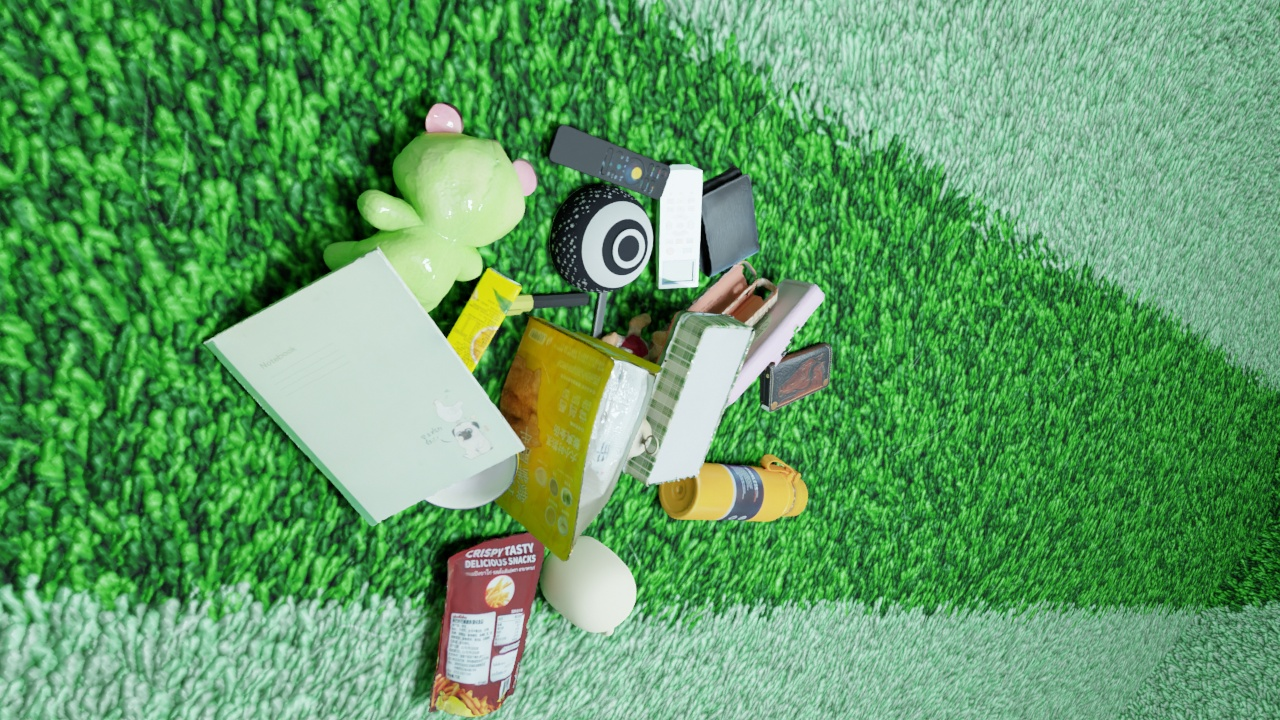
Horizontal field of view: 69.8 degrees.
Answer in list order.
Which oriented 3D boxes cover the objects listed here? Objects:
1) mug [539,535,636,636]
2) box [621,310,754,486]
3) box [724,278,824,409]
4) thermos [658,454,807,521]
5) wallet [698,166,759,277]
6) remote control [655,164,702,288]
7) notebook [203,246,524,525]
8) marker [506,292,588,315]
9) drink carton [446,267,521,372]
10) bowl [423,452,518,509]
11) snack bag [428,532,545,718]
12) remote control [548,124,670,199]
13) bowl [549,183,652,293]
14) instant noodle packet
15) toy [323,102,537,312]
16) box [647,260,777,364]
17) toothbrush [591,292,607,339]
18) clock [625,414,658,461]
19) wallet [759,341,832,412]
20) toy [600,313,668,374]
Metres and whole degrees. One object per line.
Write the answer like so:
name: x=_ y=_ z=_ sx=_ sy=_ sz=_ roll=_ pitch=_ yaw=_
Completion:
mug: x=-0.056 y=0.289 z=1.126 sx=0.096 sy=0.100 sz=0.120 roll=-25 pitch=121 yaw=-30
box: x=0.054 y=0.044 z=1.061 sx=0.117 sy=0.051 sz=0.206 roll=-3 pitch=118 yaw=-53
box: x=0.144 y=-0.018 z=1.184 sx=0.077 sy=0.146 sz=0.201 roll=43 pitch=76 yaw=0
thermos: x=0.138 y=0.176 z=1.248 sx=0.232 sy=0.076 sz=0.092 roll=10 pitch=136 yaw=-40
wallet: x=0.105 y=-0.169 z=1.126 sx=0.089 sy=0.026 sz=0.115 roll=-31 pitch=124 yaw=-28
remote control: x=0.043 y=-0.158 z=1.075 sx=0.049 sy=0.024 sz=0.143 roll=-4 pitch=111 yaw=-15
notebook: x=-0.250 y=0.035 z=0.863 sx=0.182 sy=0.010 sz=0.252 roll=-27 pitch=121 yaw=6
marker: x=-0.110 y=-0.062 z=0.998 sx=0.123 sy=0.018 sz=0.021 roll=-7 pitch=67 yaw=-37
drink carton: x=-0.171 y=-0.027 z=0.925 sx=0.043 sy=0.058 sz=0.134 roll=30 pitch=93 yaw=-10
bowl: x=-0.186 y=0.089 z=0.952 sx=0.117 sy=0.067 sz=0.117 roll=-4 pitch=120 yaw=-7
snack bag: x=-0.175 y=0.305 z=1.065 sx=0.138 sy=0.067 sz=0.208 roll=4 pitch=103 yaw=-45
remote control: x=-0.032 y=-0.213 z=0.992 sx=0.151 sy=0.020 sz=0.041 roll=13 pitch=101 yaw=-35
bowl: x=-0.032 y=-0.129 z=1.004 sx=0.120 sy=0.066 sz=0.120 roll=-15 pitch=116 yaw=-34
instant noodle packet: x=-0.085 y=0.080 z=0.980 sx=0.084 sy=0.163 sz=0.222 roll=13 pitch=99 yaw=-42
toy: x=-0.187 y=-0.132 z=0.859 sx=0.150 sy=0.107 sz=0.197 roll=36 pitch=92 yaw=-41
box: x=0.090 y=-0.048 z=1.140 sx=0.186 sy=0.082 sz=0.042 roll=-44 pitch=155 yaw=-20
toothbrush: x=-0.055 y=-0.001 z=1.072 sx=0.012 sy=0.013 sz=0.167 roll=0 pitch=106 yaw=-38
clock: x=-0.032 y=0.074 z=1.017 sx=0.054 sy=0.141 sz=0.093 roll=5 pitch=102 yaw=-44
wallet: x=0.220 y=0.022 z=1.297 sx=0.122 sy=0.019 sz=0.072 roll=-20 pitch=123 yaw=-32
toy: x=-0.006 y=0.006 z=1.074 sx=0.085 sy=0.074 sz=0.106 roll=-32 pitch=139 yaw=-25
